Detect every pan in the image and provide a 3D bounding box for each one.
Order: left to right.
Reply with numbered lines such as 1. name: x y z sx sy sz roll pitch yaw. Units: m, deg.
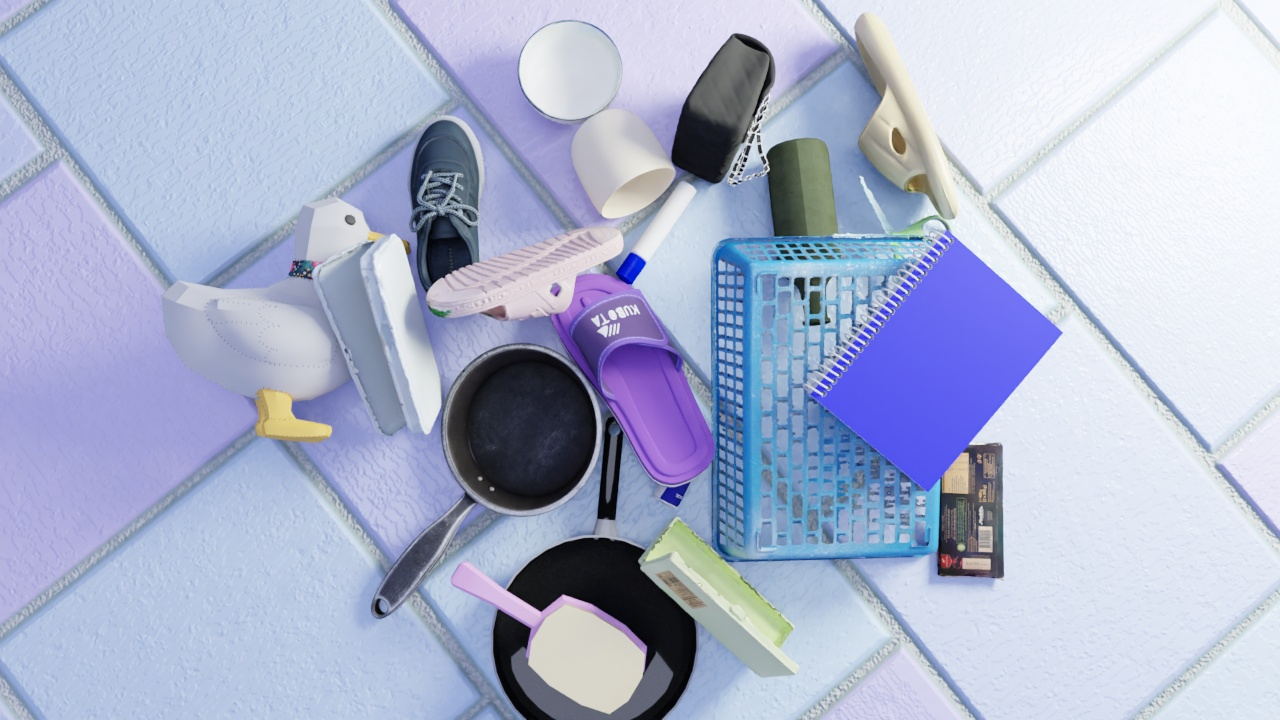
1. pan: -0.180 0.142 1.010 0.187 0.055 0.357 39 98 13
2. pan: -0.044 0.240 1.014 0.225 0.034 0.356 5 84 -1

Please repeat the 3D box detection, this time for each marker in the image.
1. marker: 0.018 -0.147 1.060 0.023 0.027 0.133 34 82 2

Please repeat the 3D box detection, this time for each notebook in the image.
1. notebook: 0.291 -0.001 0.919 0.171 0.022 0.209 39 93 -8

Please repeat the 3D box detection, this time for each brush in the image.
1. brush: -0.100 0.283 0.967 0.228 0.043 0.089 32 85 -1

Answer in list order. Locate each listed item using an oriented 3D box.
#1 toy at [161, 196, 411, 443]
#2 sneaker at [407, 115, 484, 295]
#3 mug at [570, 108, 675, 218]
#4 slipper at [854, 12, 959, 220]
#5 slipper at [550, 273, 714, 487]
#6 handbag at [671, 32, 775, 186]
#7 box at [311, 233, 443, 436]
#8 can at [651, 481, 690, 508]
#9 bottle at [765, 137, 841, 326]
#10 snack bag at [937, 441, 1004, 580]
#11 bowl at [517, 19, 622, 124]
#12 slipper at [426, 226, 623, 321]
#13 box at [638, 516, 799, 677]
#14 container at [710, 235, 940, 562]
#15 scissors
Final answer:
1. toy: -0.372 -0.047 0.979 0.246 0.141 0.267 4 85 -28
2. sneaker: -0.219 -0.166 1.023 0.089 0.087 0.235 -6 85 -2
3. mug: -0.018 -0.230 1.038 0.120 0.096 0.099 -19 74 -41
4. slipper: 0.284 -0.269 1.050 0.079 0.111 0.261 -23 81 18
5. slipper: -0.006 0.006 0.990 0.107 0.084 0.266 -27 75 -11
6. handbag: 0.108 -0.270 1.012 0.115 0.154 0.125 26 79 4
7. box: -0.248 -0.026 0.965 0.122 0.083 0.216 -43 127 -42
8. can: 0.048 0.118 1.030 0.032 0.032 0.095 27 84 1
9. bottle: 0.188 -0.143 1.041 0.071 0.071 0.206 -5 84 -2
10. snack bag: 0.375 0.169 1.041 0.074 0.018 0.155 3 84 -2
11. bowl: -0.080 -0.322 1.056 0.118 0.062 0.118 0 84 -1
12. slipper: -0.114 -0.082 0.993 0.238 0.094 0.064 -28 122 -34
13. box: 0.093 0.250 0.982 0.188 0.092 0.083 45 51 -9
14. container: 0.207 0.048 0.977 0.257 0.089 0.362 -1 97 -2
15. scissors: 0.289 -0.131 1.042 0.171 0.025 0.160 -4 103 -22
